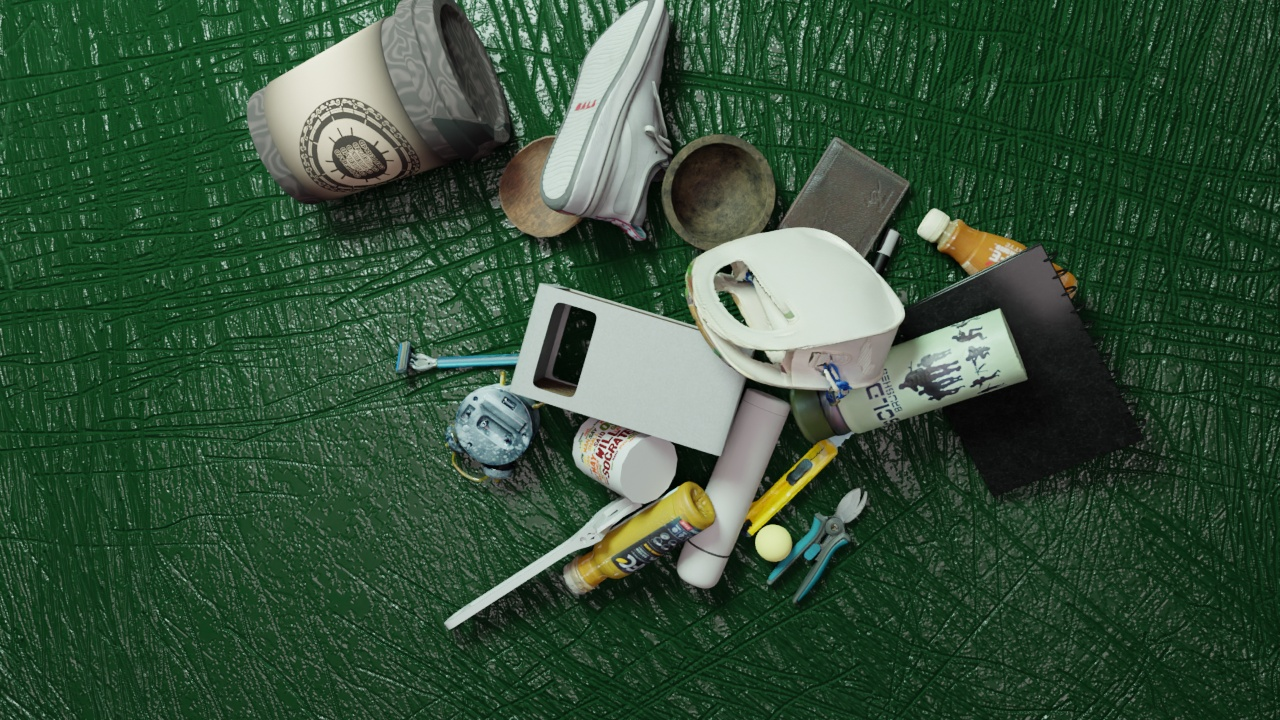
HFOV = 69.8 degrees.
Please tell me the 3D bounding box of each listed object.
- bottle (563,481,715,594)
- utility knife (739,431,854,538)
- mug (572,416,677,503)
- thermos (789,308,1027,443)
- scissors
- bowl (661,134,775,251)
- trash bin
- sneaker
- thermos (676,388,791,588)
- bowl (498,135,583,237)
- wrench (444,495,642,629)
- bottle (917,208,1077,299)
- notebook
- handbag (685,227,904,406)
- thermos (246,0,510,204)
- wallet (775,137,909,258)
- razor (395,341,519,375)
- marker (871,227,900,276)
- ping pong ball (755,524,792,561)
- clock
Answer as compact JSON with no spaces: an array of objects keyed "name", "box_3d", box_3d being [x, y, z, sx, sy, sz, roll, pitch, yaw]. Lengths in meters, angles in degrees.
[{"name":"bottle","box_3d":[-0.006,0.199,1.004,0.186,0.053,0.053,-35,90,23]},{"name":"utility knife","box_3d":[0.182,0.121,1.018,0.207,0.018,0.030,-43,55,3]},{"name":"mug","box_3d":[-0.010,0.111,0.994,0.073,0.090,0.105,-52,128,-13]},{"name":"thermos","box_3d":[0.268,0.019,0.949,0.232,0.082,0.082,-22,92,25]},{"name":"scissors","box_3d":[0.195,0.204,1.023,0.148,0.019,0.132,-7,94,6]},{"name":"bowl","box_3d":[0.078,-0.178,0.984,0.121,0.056,0.121,-1,99,-9]},{"name":"trash bin","box_3d":[-0.006,0.006,0.978,0.229,0.114,0.114,17,95,4]},{"name":"sneaker","box_3d":[-0.006,-0.257,0.976,0.128,0.097,0.262,26,77,-37]},{"name":"thermos","box_3d":[0.100,0.143,1.010,0.052,0.052,0.224,22,96,3]},{"name":"bowl","box_3d":[-0.099,-0.191,1.016,0.114,0.026,0.102,-40,89,6]},{"name":"wrench","box_3d":[-0.112,0.227,1.035,0.274,0.086,0.018,-35,90,17]},{"name":"bottle","box_3d":[0.371,-0.104,0.966,0.167,0.059,0.059,32,96,4]},{"name":"notebook","box_3d":[0.395,0.013,0.955,0.169,0.019,0.231,-28,99,24]},{"name":"handbag","box_3d":[0.141,-0.043,0.913,0.199,0.200,0.093,-6,132,-20]},{"name":"thermos","box_3d":[-0.275,-0.263,0.963,0.226,0.172,0.172,-19,92,12]},{"name":"wallet","box_3d":[0.218,-0.165,0.990,0.099,0.031,0.120,32,95,-1]},{"name":"razor","box_3d":[-0.204,0.000,1.044,0.144,0.022,0.042,0,58,1]},{"name":"marker","box_3d":[0.247,-0.077,1.000,0.016,0.016,0.140,23,96,3]},{"name":"ping pong ball","box_3d":[0.148,0.202,1.016,0.040,0.040,0.040,0,94,5]},{"name":"clock","box_3d":[-0.166,0.080,1.027,0.090,0.052,0.129,36,101,1]}]
